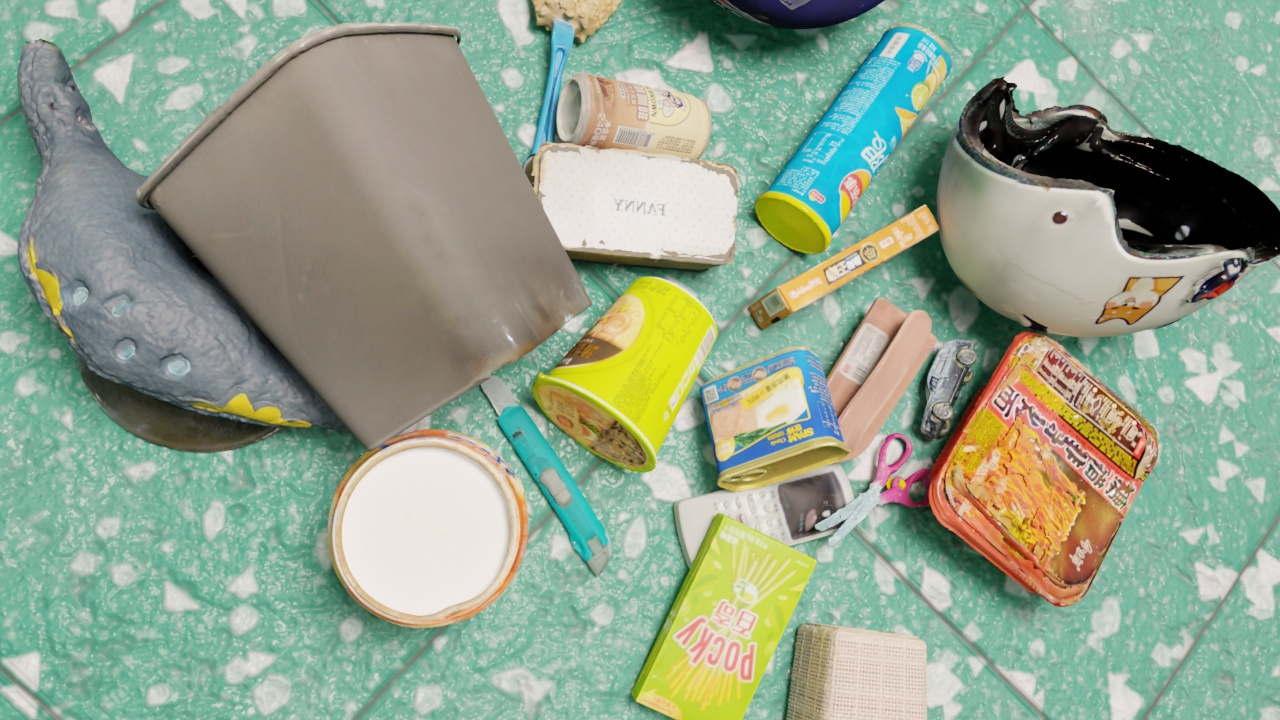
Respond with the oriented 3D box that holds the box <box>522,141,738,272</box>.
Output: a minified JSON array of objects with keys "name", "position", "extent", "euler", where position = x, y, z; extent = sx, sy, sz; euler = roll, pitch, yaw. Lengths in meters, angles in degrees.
[{"name":"box","position":[-0.015,-0.120,0.731],"extent":[0.184,0.061,0.090],"euler":[6,89,-14]}]

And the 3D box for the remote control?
[{"name":"remote control","position":[0.103,0.126,0.747],"extent":[0.150,0.021,0.058],"euler":[-13,84,-13]}]

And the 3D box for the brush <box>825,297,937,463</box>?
[{"name":"brush","position":[0.185,0.021,0.755],"extent":[0.063,0.073,0.145],"euler":[37,77,-5]}]

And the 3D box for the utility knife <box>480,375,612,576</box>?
[{"name":"utility knife","position":[-0.074,0.087,0.720],"extent":[0.029,0.013,0.182],"euler":[-33,89,-15]}]

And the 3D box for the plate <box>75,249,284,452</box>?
[{"name":"plate","position":[-0.323,-0.021,0.680],"extent":[0.179,0.024,0.179],"euler":[2,81,-11]}]

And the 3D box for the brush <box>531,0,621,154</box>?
[{"name":"brush","position":[-0.069,-0.238,0.765],"extent":[0.083,0.046,0.254],"euler":[11,83,-14]}]

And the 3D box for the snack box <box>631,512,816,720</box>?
[{"name":"snack box","position":[0.065,0.206,0.711],"extent":[0.086,0.026,0.156],"euler":[28,85,-9]}]

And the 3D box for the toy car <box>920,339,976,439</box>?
[{"name":"toy car","position":[0.262,0.024,0.787],"extent":[0.034,0.043,0.090],"euler":[21,73,20]}]

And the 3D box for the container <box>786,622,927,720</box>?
[{"name":"container","position":[0.165,0.264,0.706],"extent":[0.090,0.090,0.110],"euler":[9,76,-10]}]

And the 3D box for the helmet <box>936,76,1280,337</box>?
[{"name":"helmet","position":[0.363,-0.104,0.761],"extent":[0.273,0.157,0.229],"euler":[8,40,-20]}]

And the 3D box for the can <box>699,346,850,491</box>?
[{"name":"can","position":[0.102,0.046,0.715],"extent":[0.102,0.057,0.083],"euler":[-23,64,25]}]

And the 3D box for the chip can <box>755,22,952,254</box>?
[{"name":"chip can","position":[0.185,-0.192,0.790],"extent":[0.071,0.071,0.210],"euler":[38,75,-4]}]

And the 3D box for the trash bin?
[{"name":"trash bin","position":[-0.166,-0.081,0.626],"extent":[0.199,0.198,0.220],"euler":[-30,98,25]}]

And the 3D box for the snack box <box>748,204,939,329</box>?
[{"name":"snack box","position":[0.168,-0.077,0.765],"extent":[0.153,0.075,0.026],"euler":[-30,89,-15]}]

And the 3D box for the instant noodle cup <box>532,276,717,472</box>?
[{"name":"instant noodle cup","position":[-0.004,0.004,0.707],"extent":[0.111,0.112,0.123],"euler":[37,67,-4]}]

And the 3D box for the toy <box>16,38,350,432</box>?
[{"name":"toy","position":[-0.331,-0.057,0.626],"extent":[0.137,0.092,0.356],"euler":[-41,95,-31]}]

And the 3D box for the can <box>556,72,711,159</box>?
[{"name":"can","position":[-0.005,-0.194,0.743],"extent":[0.116,0.059,0.058],"euler":[2,80,-28]}]

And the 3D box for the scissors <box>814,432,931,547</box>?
[{"name":"scissors","position":[0.188,0.105,0.757],"extent":[0.137,0.017,0.073],"euler":[-20,88,-29]}]

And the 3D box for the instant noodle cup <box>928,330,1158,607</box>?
[{"name":"instant noodle cup","position":[0.325,0.092,0.766],"extent":[0.164,0.079,0.188],"euler":[39,73,-8]}]

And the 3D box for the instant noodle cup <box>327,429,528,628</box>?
[{"name":"instant noodle cup","position":[-0.149,0.118,0.649],"extent":[0.151,0.111,0.151],"euler":[2,81,-12]}]

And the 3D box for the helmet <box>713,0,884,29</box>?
[{"name":"helmet","position":[0.102,-0.411,0.712],"extent":[0.315,0.248,0.239],"euler":[47,57,-8]}]
